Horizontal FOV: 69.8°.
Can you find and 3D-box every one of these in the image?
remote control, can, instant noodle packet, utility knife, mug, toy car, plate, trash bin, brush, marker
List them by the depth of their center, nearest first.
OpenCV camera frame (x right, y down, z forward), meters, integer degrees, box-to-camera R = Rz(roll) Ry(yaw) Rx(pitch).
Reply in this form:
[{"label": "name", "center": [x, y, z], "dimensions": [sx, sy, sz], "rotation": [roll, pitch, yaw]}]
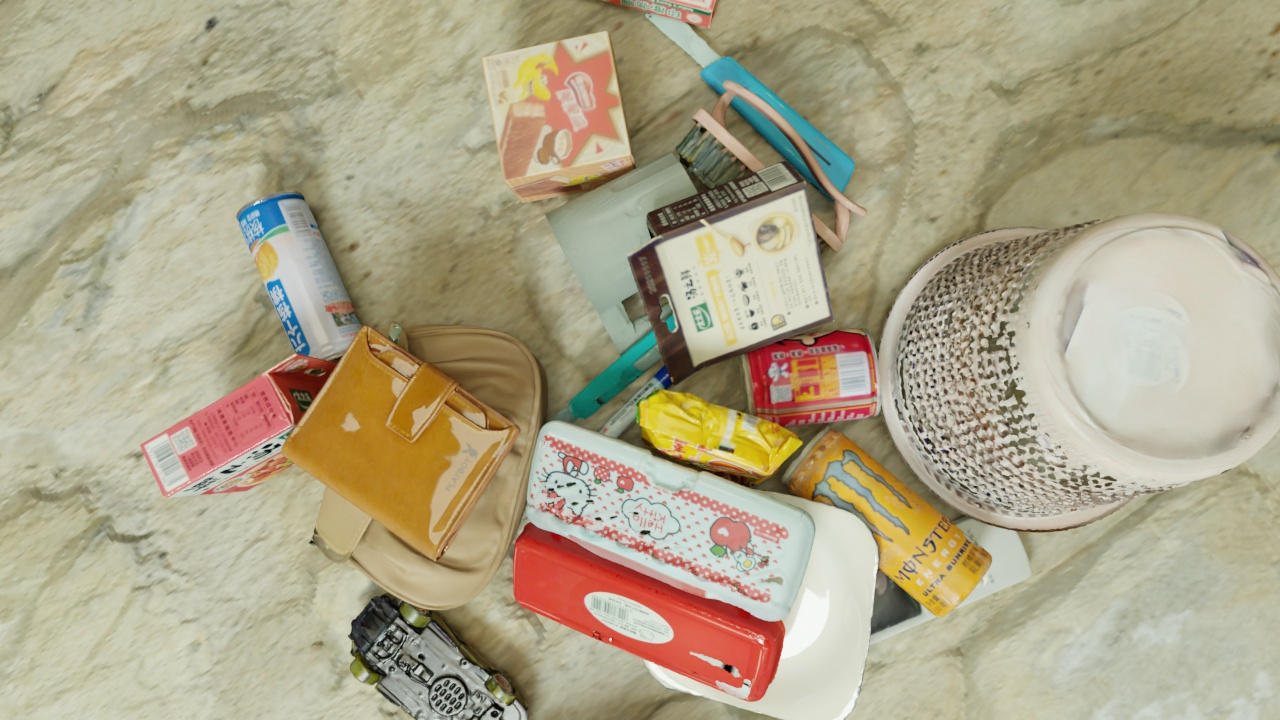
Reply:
[{"label": "trash bin", "center": [0.286, 0.001, 0.588], "dimensions": [0.227, 0.192, 0.227], "rotation": [0, 83, 1]}, {"label": "instant noodle packet", "center": [0.050, 0.056, 0.640], "dimensions": [0.111, 0.128, 0.044], "rotation": [16, 79, 4]}, {"label": "can", "center": [0.173, 0.113, 0.653], "dimensions": [0.146, 0.058, 0.058], "rotation": [40, 91, 16]}, {"label": "plate", "center": [0.086, 0.171, 0.666], "dimensions": [0.164, 0.034, 0.164], "rotation": [10, 98, 19]}, {"label": "can", "center": [0.121, 0.014, 0.668], "dimensions": [0.094, 0.066, 0.066], "rotation": [-7, 87, 3]}, {"label": "brush", "center": [0.095, -0.133, 0.670], "dimensions": [0.145, 0.063, 0.073], "rotation": [41, 101, -7]}, {"label": "remote control", "center": [0.211, 0.161, 0.680], "dimensions": [0.150, 0.021, 0.058], "rotation": [-24, 86, 2]}, {"label": "mug", "center": [0.003, -0.078, 0.681], "dimensions": [0.103, 0.083, 0.124], "rotation": [-29, 113, 1]}, {"label": "toy car", "center": [-0.152, 0.240, 0.690], "dimensions": [0.158, 0.042, 0.070], "rotation": [42, 91, 5]}, {"label": "utility knife", "center": [-0.004, 0.004, 0.694], "dimensions": [0.178, 0.013, 0.029], "rotation": [-39, 127, 10]}, {"label": "marker", "center": [-0.017, 0.049, 0.701], "dimensions": [0.146, 0.017, 0.017], "rotation": [-45, 86, 1]}, {"label": "can", "center": [-0.257, -0.058, 0.702], "dimensions": [0.053, 0.053, 0.134], "rotation": [-25, 87, 2]}, {"label": "utility knife", "center": [0.083, -0.202, 0.704], "dimensions": [0.208, 0.018, 0.034], "rotation": [43, 92, 5]}]

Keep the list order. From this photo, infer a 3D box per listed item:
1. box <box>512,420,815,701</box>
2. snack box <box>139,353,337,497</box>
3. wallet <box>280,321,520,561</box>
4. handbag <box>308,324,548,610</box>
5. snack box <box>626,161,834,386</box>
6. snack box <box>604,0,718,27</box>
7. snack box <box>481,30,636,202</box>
[{"label": "box", "center": [0.008, 0.138, 0.628], "dimensions": [0.201, 0.049, 0.161], "rotation": [18, 117, 18]}, {"label": "snack box", "center": [-0.270, 0.050, 0.668], "dimensions": [0.127, 0.113, 0.044], "rotation": [-30, 82, 2]}, {"label": "wallet", "center": [-0.155, 0.048, 0.610], "dimensions": [0.130, 0.035, 0.119], "rotation": [32, 93, 9]}, {"label": "handbag", "center": [-0.150, 0.071, 0.667], "dimensions": [0.148, 0.100, 0.204], "rotation": [13, 84, 0]}, {"label": "snack box", "center": [0.061, -0.058, 0.630], "dimensions": [0.125, 0.053, 0.113], "rotation": [-19, 124, 1]}, {"label": "snack box", "center": [-0.010, -0.314, 0.703], "dimensions": [0.156, 0.027, 0.077], "rotation": [16, 81, 4]}, {"label": "snack box", "center": [-0.058, -0.178, 0.681], "dimensions": [0.094, 0.077, 0.092], "rotation": [-11, 87, 3]}]
